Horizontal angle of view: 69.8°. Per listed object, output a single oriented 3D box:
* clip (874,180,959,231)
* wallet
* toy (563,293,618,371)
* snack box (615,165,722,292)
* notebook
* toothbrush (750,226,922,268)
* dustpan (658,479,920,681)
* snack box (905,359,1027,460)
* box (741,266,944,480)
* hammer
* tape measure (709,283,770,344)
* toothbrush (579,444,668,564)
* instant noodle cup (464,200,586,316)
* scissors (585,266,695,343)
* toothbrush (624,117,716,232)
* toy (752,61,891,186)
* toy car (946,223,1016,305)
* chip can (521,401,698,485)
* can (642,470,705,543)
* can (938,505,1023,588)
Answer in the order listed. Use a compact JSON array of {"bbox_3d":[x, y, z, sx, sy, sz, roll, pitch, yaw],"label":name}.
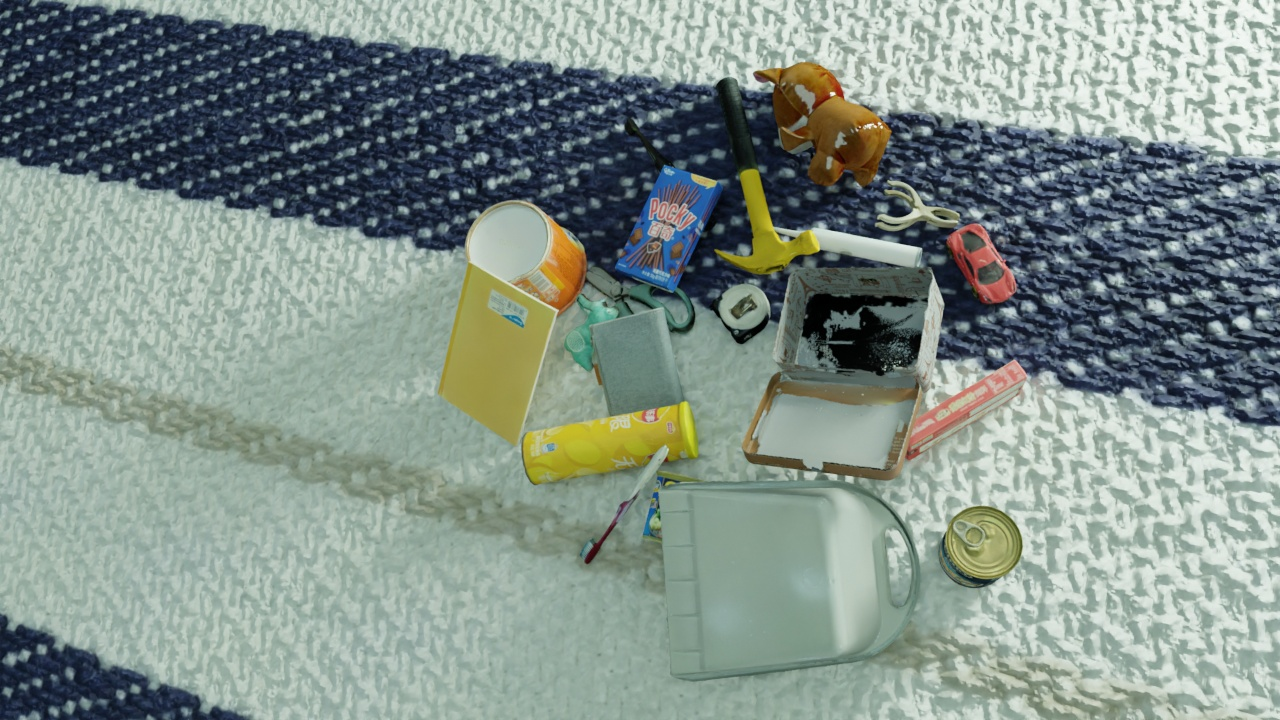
[{"bbox_3d":[0.339,-0.180,1.156,0.101,0.035,0.096,43,83,14],"label":"clip"},{"bbox_3d":[-0.007,0.007,1.175,0.107,0.037,0.129,-13,90,12],"label":"wallet"},{"bbox_3d":[-0.068,-0.044,1.215,0.092,0.030,0.096,-51,55,9],"label":"toy"},{"bbox_3d":[0.037,-0.174,1.209,0.084,0.026,0.157,23,85,27],"label":"snack box"},{"bbox_3d":[-0.189,-0.007,1.186,0.146,0.010,0.207,30,119,21],"label":"notebook"},{"bbox_3d":[0.245,-0.152,1.170,0.221,0.027,0.026,16,70,24],"label":"toothbrush"},{"bbox_3d":[0.173,0.244,1.048,0.258,0.142,0.222,-9,79,31],"label":"dustpan"},{"bbox_3d":[0.366,0.059,1.051,0.153,0.075,0.025,-32,67,4],"label":"snack box"},{"bbox_3d":[0.235,0.018,1.053,0.179,0.102,0.260,3,68,30],"label":"box"},{"bbox_3d":[0.143,-0.248,1.216,0.129,0.033,0.300,-20,65,23],"label":"hammer"},{"bbox_3d":[0.132,-0.064,1.172,0.066,0.033,0.065,-37,70,1],"label":"tape measure"},{"bbox_3d":[-0.021,0.175,1.117,0.017,0.016,0.188,44,109,33],"label":"toothbrush"},{"bbox_3d":[-0.158,-0.137,1.227,0.151,0.111,0.151,-4,73,13],"label":"instant noodle cup"},{"bbox_3d":[0.005,-0.088,1.220,0.129,0.019,0.185,-32,70,3],"label":"scissors"},{"bbox_3d":[0.036,-0.260,1.262,0.212,0.026,0.027,55,134,23],"label":"toothbrush"},{"bbox_3d":[0.232,-0.309,1.188,0.131,0.139,0.199,-50,59,41],"label":"toy"},{"bbox_3d":[0.416,-0.117,1.117,0.049,0.031,0.106,-25,71,7],"label":"toy car"},{"bbox_3d":[-0.038,0.104,1.145,0.213,0.072,0.072,-11,71,12],"label":"chip can"},{"bbox_3d":[0.060,0.185,1.102,0.102,0.057,0.083,11,78,17],"label":"can"},{"bbox_3d":[0.364,0.203,0.989,0.075,0.111,0.075,-4,70,12],"label":"can"}]
